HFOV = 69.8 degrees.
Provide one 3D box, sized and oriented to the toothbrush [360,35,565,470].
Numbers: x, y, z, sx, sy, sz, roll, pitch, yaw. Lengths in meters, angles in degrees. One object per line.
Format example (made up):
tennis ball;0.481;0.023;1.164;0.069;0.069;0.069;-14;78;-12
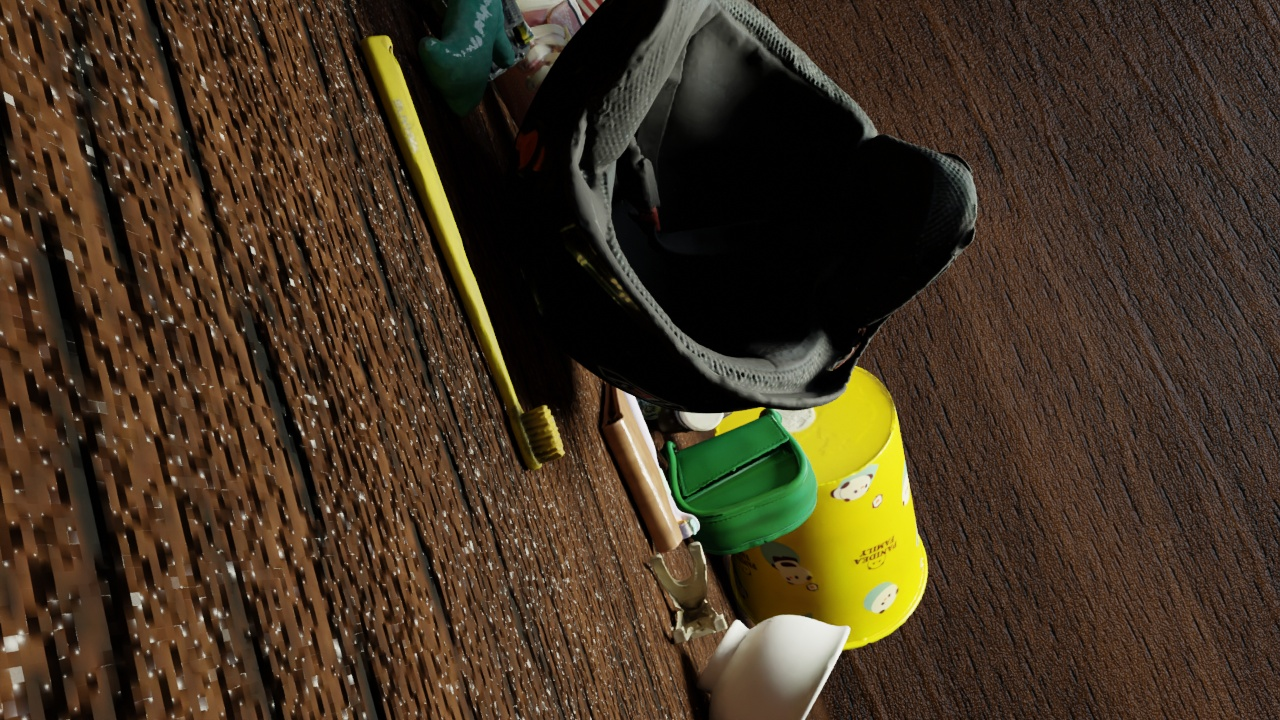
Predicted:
toothbrush;-0.073;-0.045;0.382;0.015;0.016;0.190;-48;117;-85

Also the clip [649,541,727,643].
clip;0.036;0.166;0.587;0.095;0.035;0.102;-111;-175;-57

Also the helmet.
helmet;0.035;-0.084;0.532;0.233;0.231;0.274;30;57;-23

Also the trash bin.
trash bin;0.191;0.151;1.005;0.229;0.229;0.255;-105;178;-49

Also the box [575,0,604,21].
box;-0.075;-0.274;0.749;0.164;0.052;0.069;18;-55;42

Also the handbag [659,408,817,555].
handbag;0.091;0.107;0.846;0.120;0.131;0.068;-110;179;-46

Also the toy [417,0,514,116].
toy;-0.092;-0.179;0.513;0.096;0.030;0.091;63;37;-70

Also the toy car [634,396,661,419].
toy car;-0.005;0.005;0.799;0.121;0.037;0.054;78;-4;-52

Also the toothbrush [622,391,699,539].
toothbrush;0.001;0.056;0.740;0.021;0.029;0.189;-21;-87;55

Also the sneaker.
sneaker;-0.056;-0.185;0.670;0.088;0.118;0.241;23;-48;69

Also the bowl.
bowl;0.075;0.203;0.580;0.065;0.118;0.118;30;-5;15

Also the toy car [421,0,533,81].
toy car;-0.105;-0.221;0.573;0.045;0.053;0.120;53;-3;9

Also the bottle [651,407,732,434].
bottle;0.049;0.045;0.860;0.195;0.080;0.044;130;-57;-88

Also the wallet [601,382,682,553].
wallet;-0.001;0.071;0.662;0.115;0.020;0.101;-102;169;-76
